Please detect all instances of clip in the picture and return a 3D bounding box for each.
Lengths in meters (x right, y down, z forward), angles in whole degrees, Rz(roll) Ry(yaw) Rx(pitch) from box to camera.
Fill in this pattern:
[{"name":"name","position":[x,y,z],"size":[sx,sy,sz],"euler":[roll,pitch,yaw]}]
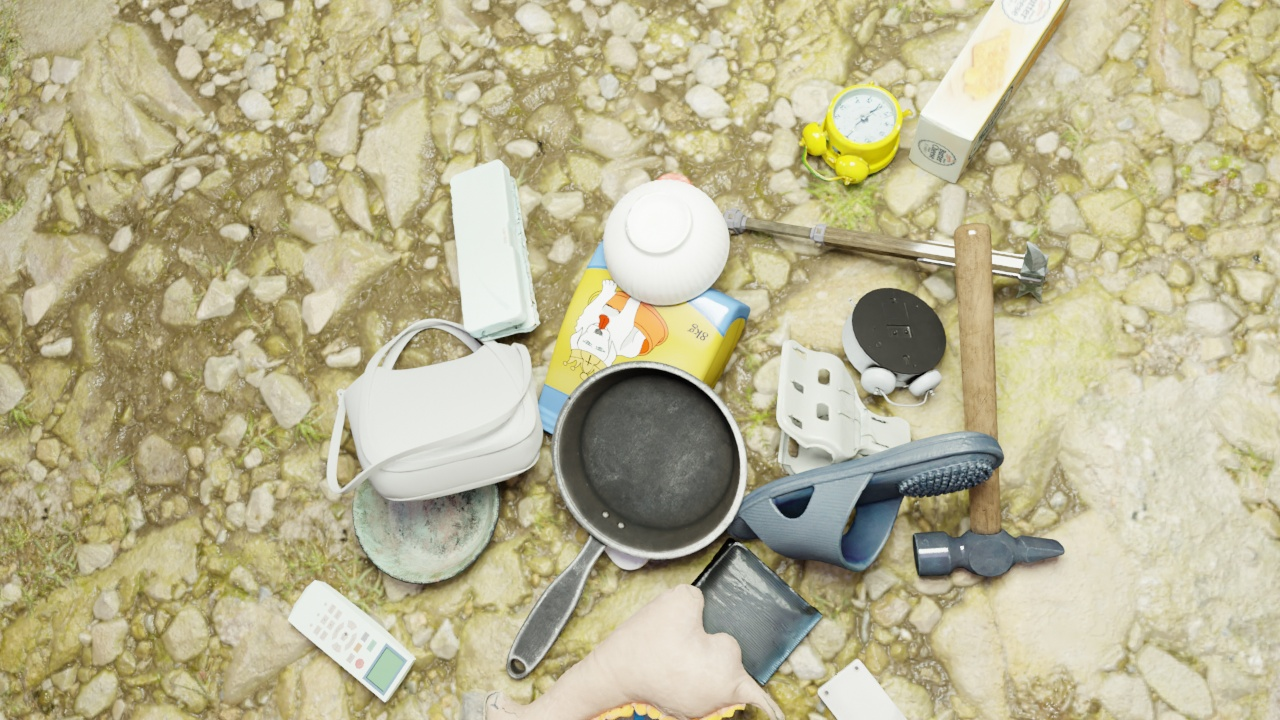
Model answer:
[{"name":"clip","position":[0.178,0.064,0.867],"size":[0.152,0.097,0.125],"euler":[36,41,-18]}]

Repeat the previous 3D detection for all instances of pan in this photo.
[{"name":"pan","position":[-0.034,0.161,0.873],"size":[0.187,0.055,0.357],"euler":[34,108,10]}]

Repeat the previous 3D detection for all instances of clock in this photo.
[{"name":"clock","position":[0.216,-0.227,0.937],"size":[0.118,0.057,0.083],"euler":[-44,75,-8]},{"name":"clock","position":[0.243,-0.011,0.878],"size":[0.094,0.035,0.122],"euler":[2,62,-12]}]

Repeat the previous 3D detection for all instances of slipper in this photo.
[{"name":"slipper","position":[0.188,0.136,0.798],"size":[0.264,0.101,0.082],"euler":[-25,55,32]}]

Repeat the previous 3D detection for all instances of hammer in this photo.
[{"name":"hammer","position":[0.302,0.040,0.811],"size":[0.129,0.040,0.322],"euler":[-5,103,10]},{"name":"hammer","position":[0.227,-0.115,0.891],"size":[0.317,0.147,0.028],"euler":[13,85,23]}]

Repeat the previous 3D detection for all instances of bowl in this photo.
[{"name":"bowl","position":[0.020,-0.115,0.831],"size":[0.118,0.062,0.118],"euler":[-2,76,8]},{"name":"bowl","position":[-0.215,0.149,0.944],"size":[0.157,0.038,0.157],"euler":[-2,78,10]}]

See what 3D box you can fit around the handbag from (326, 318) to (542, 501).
[{"name":"handbag","position":[-0.212,0.030,0.916],"size":[0.215,0.096,0.222],"euler":[-13,46,-13]}]

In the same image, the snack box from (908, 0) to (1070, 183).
[{"name":"snack box","position":[0.347,-0.289,0.903],"size":[0.057,0.104,0.207],"euler":[33,85,15]}]

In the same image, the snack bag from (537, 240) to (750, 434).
[{"name":"snack bag","position":[-0.005,0.005,0.914],"size":[0.159,0.102,0.205],"euler":[27,98,14]}]

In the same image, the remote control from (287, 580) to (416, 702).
[{"name":"remote control","position":[-0.294,0.283,0.938],"size":[0.143,0.024,0.049],"euler":[32,85,17]}]

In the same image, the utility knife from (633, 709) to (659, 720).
[{"name":"utility knife","position":[0.011,0.327,0.880],"size":[0.031,0.015,0.178],"euler":[4,80,15]}]

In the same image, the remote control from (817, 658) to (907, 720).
[{"name":"remote control","position":[0.224,0.344,0.840],"size":[0.050,0.011,0.136],"euler":[-39,75,0]}]

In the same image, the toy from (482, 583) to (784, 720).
[{"name":"toy","position":[-0.021,0.327,0.845],"size":[0.264,0.065,0.196],"euler":[-42,65,3]}]

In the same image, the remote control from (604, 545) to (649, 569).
[{"name":"remote control","position":[-0.038,0.151,0.926],"size":[0.043,0.013,0.136],"euler":[-38,75,0]}]

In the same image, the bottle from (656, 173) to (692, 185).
[{"name":"bottle","position":[0.036,-0.148,0.926],"size":[0.044,0.109,0.044],"euler":[-2,76,6]}]

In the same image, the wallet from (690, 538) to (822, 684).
[{"name":"wallet","position":[0.102,0.237,0.877],"size":[0.115,0.026,0.089],"euler":[39,86,15]}]

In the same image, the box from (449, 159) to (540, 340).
[{"name":"box","position":[-0.160,-0.116,0.968],"size":[0.083,0.066,0.198],"euler":[-8,65,-9]}]
